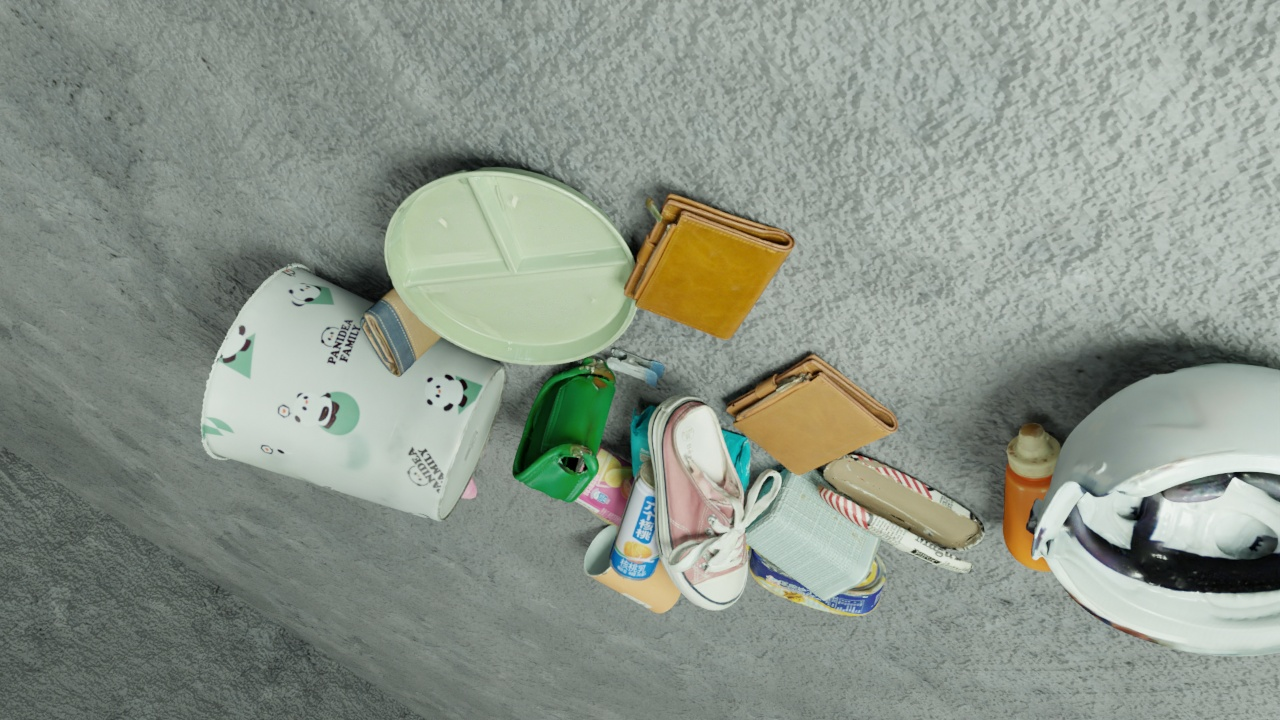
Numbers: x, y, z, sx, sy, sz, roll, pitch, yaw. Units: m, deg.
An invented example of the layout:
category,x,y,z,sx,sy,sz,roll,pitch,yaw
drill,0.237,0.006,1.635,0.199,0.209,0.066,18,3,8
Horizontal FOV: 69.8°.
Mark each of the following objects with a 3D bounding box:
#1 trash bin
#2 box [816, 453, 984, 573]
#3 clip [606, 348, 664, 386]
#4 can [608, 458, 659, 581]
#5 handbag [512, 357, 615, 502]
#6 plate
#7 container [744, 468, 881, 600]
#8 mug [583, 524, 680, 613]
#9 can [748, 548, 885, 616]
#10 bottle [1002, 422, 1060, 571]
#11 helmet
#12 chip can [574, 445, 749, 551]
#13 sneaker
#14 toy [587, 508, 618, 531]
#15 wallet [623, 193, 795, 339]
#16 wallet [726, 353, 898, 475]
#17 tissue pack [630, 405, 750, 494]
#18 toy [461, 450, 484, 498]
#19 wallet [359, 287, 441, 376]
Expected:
category,x,y,z,sx,sy,sz,roll,pitch,yaw
trash bin,-0.296,0.044,0.999,0.252,0.228,0.230,21,145,1
box,0.242,0.158,0.878,0.163,0.082,0.075,27,147,-1
clip,-0.006,0.006,0.911,0.058,0.038,0.026,23,148,11
can,0.007,0.166,0.953,0.053,0.053,0.135,23,125,8
handbag,-0.074,0.070,0.946,0.068,0.131,0.120,25,143,-15
plate,-0.113,-0.080,0.822,0.230,0.027,0.231,6,139,5
container,0.175,0.170,0.938,0.111,0.089,0.090,34,145,-2
mug,-0.006,0.282,1.218,0.122,0.078,0.078,41,144,-25
can,0.193,0.227,1.009,0.148,0.074,0.049,16,140,17
bottle,0.337,0.112,0.777,0.067,0.066,0.149,2,130,33
helmet,0.398,0.094,0.633,0.229,0.145,0.259,11,150,25
chip can,0.018,0.172,1.032,0.210,0.071,0.072,31,145,-6
sneaker,0.068,0.149,0.872,0.088,0.118,0.241,31,137,55
toy,-0.006,0.194,1.122,0.157,0.066,0.105,31,135,9
wallet,0.045,-0.074,0.748,0.119,0.035,0.131,22,145,-6
wallet,0.154,0.054,0.850,0.108,0.031,0.132,37,141,-12
tissue pack,0.049,0.102,0.968,0.133,0.050,0.093,19,144,14
toy,-0.296,0.127,1.213,0.178,0.074,0.195,20,145,-4
wallet,-0.216,-0.050,0.901,0.033,0.115,0.090,25,147,27
